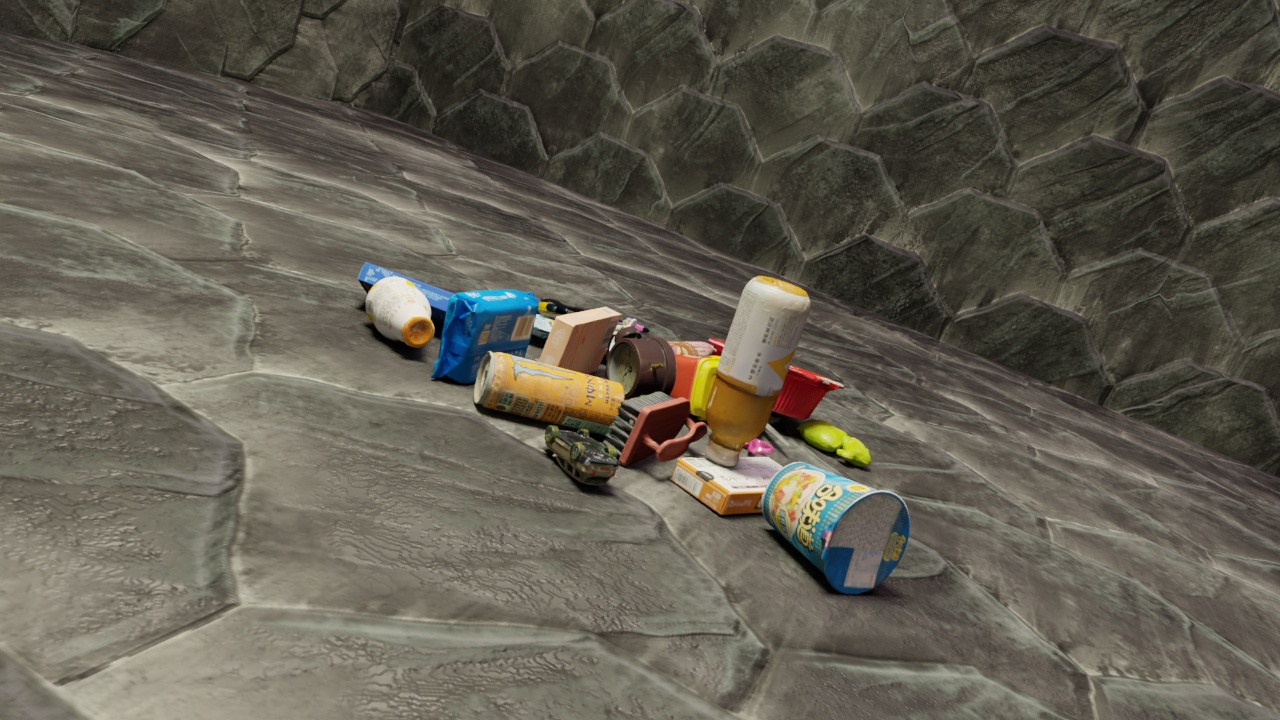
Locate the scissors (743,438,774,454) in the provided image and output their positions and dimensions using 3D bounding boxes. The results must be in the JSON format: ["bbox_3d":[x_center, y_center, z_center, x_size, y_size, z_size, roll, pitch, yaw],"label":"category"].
[{"bbox_3d":[0.117,0.089,1.122,0.077,0.017,0.137,11,10,-6],"label":"scissors"}]

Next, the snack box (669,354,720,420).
[{"bbox_3d":[0.075,0.031,1.159,0.080,0.082,0.091,15,6,43],"label":"snack box"}]

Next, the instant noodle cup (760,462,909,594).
[{"bbox_3d":[0.170,0.143,0.836,0.099,0.099,0.110,11,10,-32],"label":"instant noodle cup"}]

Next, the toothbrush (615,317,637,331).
[{"bbox_3d":[-0.061,-0.052,1.389,0.188,0.029,0.021,-8,69,-60],"label":"toothbrush"}]

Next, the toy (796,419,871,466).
[{"bbox_3d":[0.256,0.106,1.210,0.100,0.031,0.096,22,16,3],"label":"toy"}]

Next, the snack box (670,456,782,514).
[{"bbox_3d":[0.108,0.126,0.936,0.153,0.026,0.075,6,19,-46],"label":"snack box"}]

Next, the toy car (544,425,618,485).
[{"bbox_3d":[-0.057,0.085,0.842,0.042,0.035,0.090,12,10,-35],"label":"toy car"}]

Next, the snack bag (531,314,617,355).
[{"bbox_3d":[-0.101,-0.039,1.247,0.191,0.039,0.110,14,14,-18],"label":"snack bag"}]

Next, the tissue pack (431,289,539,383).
[{"bbox_3d":[-0.170,-0.029,0.998,0.052,0.095,0.156,25,17,22],"label":"tissue pack"}]

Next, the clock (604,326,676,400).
[{"bbox_3d":[-0.007,0.007,1.117,0.055,0.082,0.122,2,24,-35],"label":"clock"}]

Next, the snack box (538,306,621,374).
[{"bbox_3d":[-0.075,-0.018,1.104,0.026,0.084,0.157,28,15,14],"label":"snack box"}]

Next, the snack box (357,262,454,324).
[{"bbox_3d":[-0.255,-0.070,1.105,0.157,0.026,0.085,20,-12,-2],"label":"snack box"}]

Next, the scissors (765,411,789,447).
[{"bbox_3d":[0.152,0.077,1.196,0.171,0.014,0.159,28,14,36],"label":"scissors"}]

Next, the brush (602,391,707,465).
[{"bbox_3d":[0.023,0.071,0.955,0.069,0.063,0.145,29,14,18],"label":"brush"}]

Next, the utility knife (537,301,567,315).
[{"bbox_3d":[-0.138,-0.077,1.304,0.033,0.015,0.193,17,-1,-19],"label":"utility knife"}]

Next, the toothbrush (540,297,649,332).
[{"bbox_3d":[-0.071,-0.072,1.465,0.189,0.014,0.018,16,3,-21],"label":"toothbrush"}]

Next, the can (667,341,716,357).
[{"bbox_3d":[0.051,0.002,1.258,0.058,0.058,0.147,29,16,31],"label":"can"}]

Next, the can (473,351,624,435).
[{"bbox_3d":[-0.092,0.034,0.936,0.146,0.058,0.058,15,15,-20],"label":"can"}]

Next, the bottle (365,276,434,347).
[{"bbox_3d":[-0.260,-0.050,1.008,0.063,0.063,0.108,10,17,-36],"label":"bottle"}]

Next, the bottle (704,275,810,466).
[{"bbox_3d":[0.109,0.013,0.911,0.068,0.190,0.068,17,14,-5],"label":"bottle"}]

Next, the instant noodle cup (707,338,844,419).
[{"bbox_3d":[0.174,0.030,1.243,0.194,0.066,0.194,19,3,-1],"label":"instant noodle cup"}]
